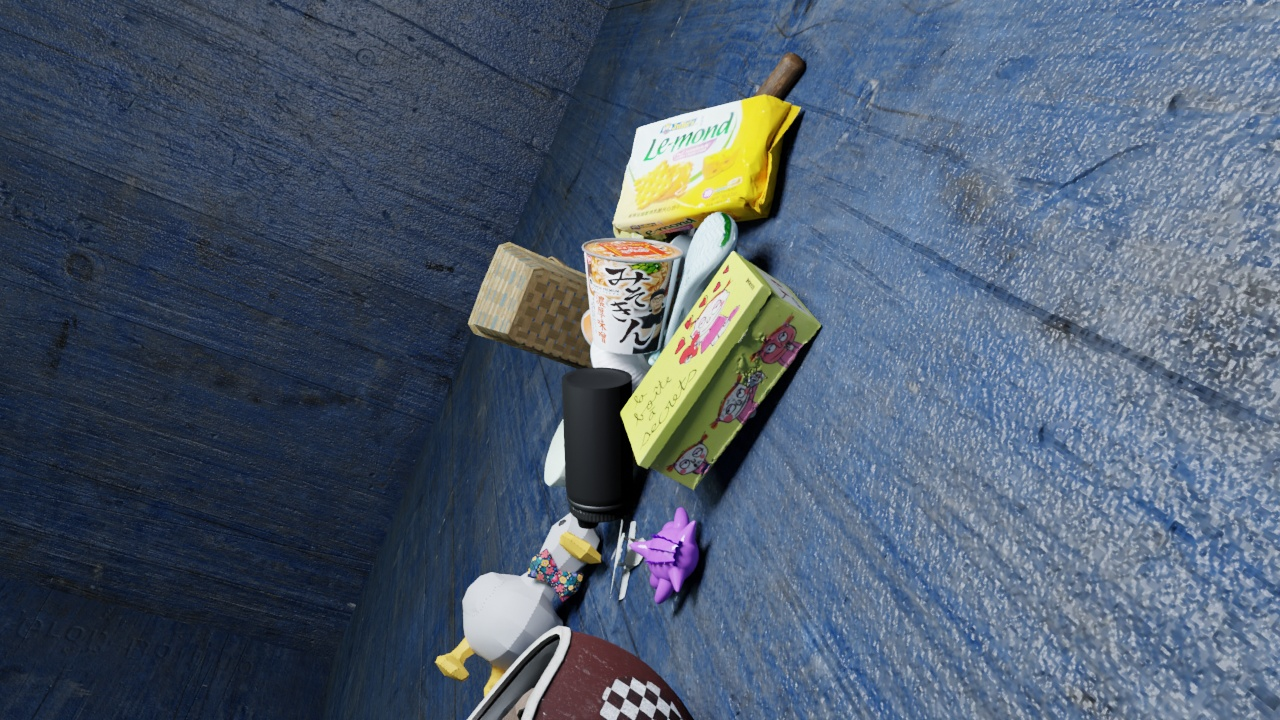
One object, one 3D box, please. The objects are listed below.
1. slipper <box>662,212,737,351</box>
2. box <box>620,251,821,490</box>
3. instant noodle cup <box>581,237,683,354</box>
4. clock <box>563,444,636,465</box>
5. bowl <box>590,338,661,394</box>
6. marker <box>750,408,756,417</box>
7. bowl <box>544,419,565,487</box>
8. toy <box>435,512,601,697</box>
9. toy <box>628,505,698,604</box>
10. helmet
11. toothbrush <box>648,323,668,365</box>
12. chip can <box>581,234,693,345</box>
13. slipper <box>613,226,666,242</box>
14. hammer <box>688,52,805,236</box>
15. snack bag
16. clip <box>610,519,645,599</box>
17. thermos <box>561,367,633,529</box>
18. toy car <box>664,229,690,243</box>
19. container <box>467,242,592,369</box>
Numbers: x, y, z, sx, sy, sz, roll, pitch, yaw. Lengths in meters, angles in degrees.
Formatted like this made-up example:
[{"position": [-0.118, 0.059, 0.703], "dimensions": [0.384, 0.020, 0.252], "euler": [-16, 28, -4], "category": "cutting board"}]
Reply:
[{"position": [0.080, -0.078, 1.097], "dimensions": [0.246, 0.074, 0.103], "euler": [108, 175, -54], "category": "slipper"}, {"position": [0.074, 0.011, 0.943], "dimensions": [0.221, 0.082, 0.124], "euler": [-53, 21, 16], "category": "box"}, {"position": [-0.013, -0.078, 1.130], "dimensions": [0.123, 0.123, 0.122], "euler": [-119, 30, -67], "category": "instant noodle cup"}, {"position": [-0.061, 0.121, 1.258], "dimensions": [0.117, 0.081, 0.158], "euler": [-2, 68, 71], "category": "clock"}, {"position": [-0.007, 0.007, 1.210], "dimensions": [0.062, 0.118, 0.117], "euler": [-26, 38, 24], "category": "bowl"}, {"position": [0.087, 0.057, 1.003], "dimensions": [0.146, 0.017, 0.017], "euler": [-12, 59, 70], "category": "marker"}, {"position": [-0.093, 0.139, 1.365], "dimensions": [0.118, 0.061, 0.117], "euler": [-57, 21, 35], "category": "bowl"}, {"position": [-0.154, 0.322, 1.235], "dimensions": [0.267, 0.141, 0.247], "euler": [-56, 12, -18], "category": "toy"}, {"position": [0.030, 0.200, 0.946], "dimensions": [0.088, 0.056, 0.106], "euler": [-16, 56, 63], "category": "toy"}, {"position": [-0.065, 0.337, 0.740], "dimensions": [0.234, 0.253, 0.233], "euler": [-46, 3, 39], "category": "helmet"}, {"position": [0.024, -0.024, 1.196], "dimensions": [0.016, 0.016, 0.180], "euler": [-42, 8, 16], "category": "toothbrush"}, {"position": [0.007, -0.085, 1.251], "dimensions": [0.216, 0.075, 0.075], "euler": [-35, 37, 46], "category": "chip can"}, {"position": [0.018, -0.186, 1.370], "dimensions": [0.082, 0.091, 0.190], "euler": [-59, 24, 22], "category": "slipper"}, {"position": [0.124, -0.270, 1.236], "dimensions": [0.302, 0.037, 0.217], "euler": [-49, 26, 45], "category": "hammer"}, {"position": [0.079, -0.237, 1.160], "dimensions": [0.248, 0.068, 0.159], "euler": [-2, 64, 40], "category": "snack bag"}, {"position": [-0.010, 0.232, 1.101], "dimensions": [0.056, 0.046, 0.101], "euler": [128, 155, -53], "category": "clip"}, {"position": [-0.052, 0.116, 1.146], "dimensions": [0.086, 0.086, 0.199], "euler": [-125, 33, -69], "category": "thermos"}, {"position": [0.059, -0.191, 1.226], "dimensions": [0.039, 0.027, 0.089], "euler": [-10, 57, 55], "category": "toy car"}, {"position": [-0.139, -0.079, 1.442], "dimensions": [0.186, 0.249, 0.157], "euler": [27, 96, 56], "category": "container"}]
